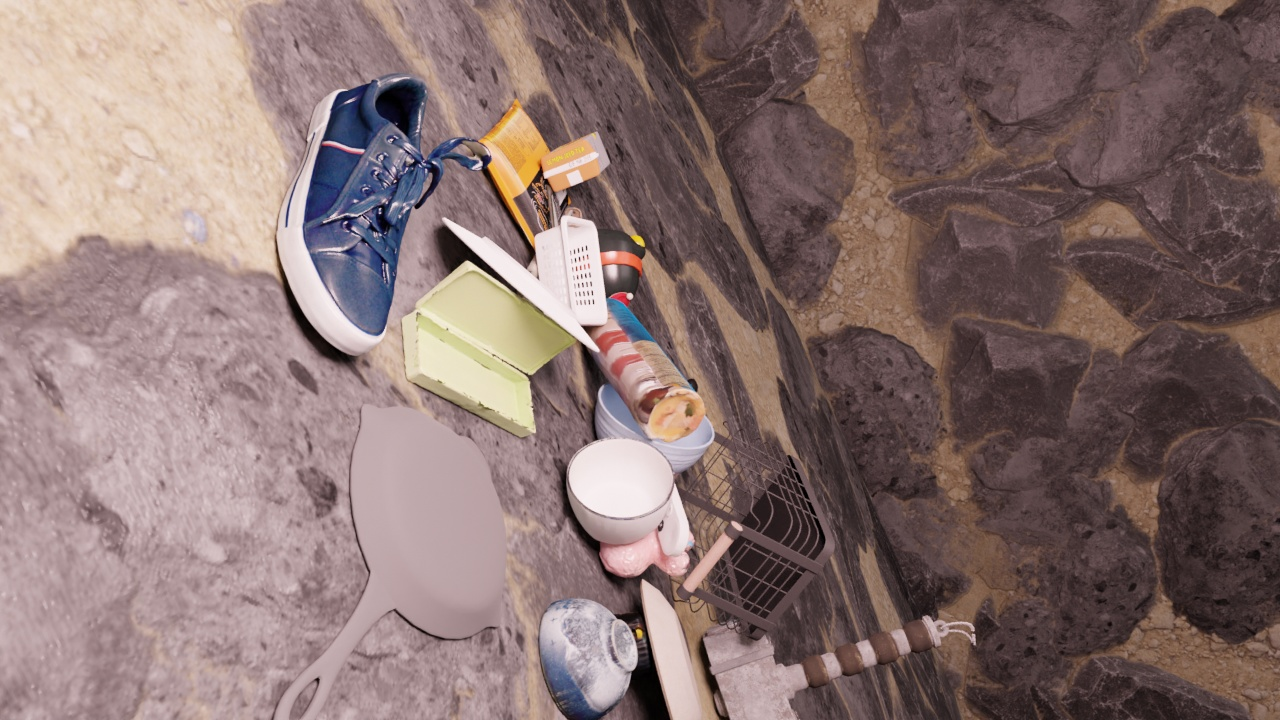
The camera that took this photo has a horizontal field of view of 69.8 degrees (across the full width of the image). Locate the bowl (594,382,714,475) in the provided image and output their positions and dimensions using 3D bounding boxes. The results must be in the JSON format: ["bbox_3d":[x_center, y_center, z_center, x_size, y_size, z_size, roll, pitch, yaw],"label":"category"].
[{"bbox_3d":[0.007,0.093,1.120,0.150,0.075,0.150,20,23,-9],"label":"bowl"}]

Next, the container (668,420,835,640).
[{"bbox_3d":[0.115,0.198,1.118,0.130,0.163,0.241,29,20,-16],"label":"container"}]

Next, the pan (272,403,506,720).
[{"bbox_3d":[-0.170,0.147,0.684,0.216,0.024,0.353,62,19,-15],"label":"pan"}]

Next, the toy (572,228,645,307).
[{"bbox_3d":[-0.044,-0.118,1.251,0.099,0.098,0.119,27,53,-63],"label":"toy"}]

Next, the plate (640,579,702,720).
[{"bbox_3d":[0.038,0.321,0.966,0.188,0.027,0.188,-2,77,-89],"label":"plate"}]

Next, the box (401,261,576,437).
[{"bbox_3d":[-0.147,-0.008,0.878,0.188,0.064,0.130,35,79,-57],"label":"box"}]

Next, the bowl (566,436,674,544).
[{"bbox_3d":[-0.023,0.144,0.978,0.116,0.116,0.066,-90,-176,-49],"label":"bowl"}]

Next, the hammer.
[{"bbox_3d":[0.247,0.370,1.127,0.079,0.326,0.177,64,7,-79],"label":"hammer"}]

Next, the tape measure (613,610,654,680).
[{"bbox_3d":[-0.006,0.289,0.927,0.067,0.038,0.062,127,-45,-79],"label":"tape measure"}]

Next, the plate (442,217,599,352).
[{"bbox_3d":[-0.118,-0.082,0.946,0.208,0.015,0.208,41,1,-1],"label":"plate"}]

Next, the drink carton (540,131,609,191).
[{"bbox_3d":[-0.085,-0.269,1.234,0.124,0.076,0.048,-73,142,-70],"label":"drink carton"}]

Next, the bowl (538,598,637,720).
[{"bbox_3d":[-0.039,0.272,0.850,0.114,0.061,0.114,52,24,-36],"label":"bowl"}]

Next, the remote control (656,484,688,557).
[{"bbox_3d":[0.028,0.161,1.003,0.013,0.043,0.136,16,26,-21],"label":"remote control"}]

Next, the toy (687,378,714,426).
[{"bbox_3d":[0.047,0.076,1.281,0.108,0.106,0.134,54,16,-5],"label":"toy"}]

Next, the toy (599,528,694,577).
[{"bbox_3d":[0.007,0.201,1.015,0.108,0.105,0.053,-71,173,-60],"label":"toy"}]

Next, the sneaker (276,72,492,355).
[{"bbox_3d":[-0.207,-0.137,0.759,0.120,0.127,0.294,45,30,-46],"label":"sneaker"}]

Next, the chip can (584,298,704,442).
[{"bbox_3d":[-0.007,0.006,1.107,0.080,0.080,0.229,52,0,-39],"label":"chip can"}]

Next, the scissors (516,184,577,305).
[{"bbox_3d":[-0.110,-0.119,1.136,0.179,0.015,0.199,-26,106,-64],"label":"scissors"}]

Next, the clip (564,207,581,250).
[{"bbox_3d":[-0.094,-0.184,1.269,0.061,0.024,0.041,90,8,-51],"label":"clip"}]

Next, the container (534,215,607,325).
[{"bbox_3d":[-0.085,-0.103,1.103,0.080,0.050,0.129,-4,87,-65],"label":"container"}]

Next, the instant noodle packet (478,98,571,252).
[{"bbox_3d":[-0.146,-0.241,1.195,0.160,0.032,0.220,62,19,-24],"label":"instant noodle packet"}]
